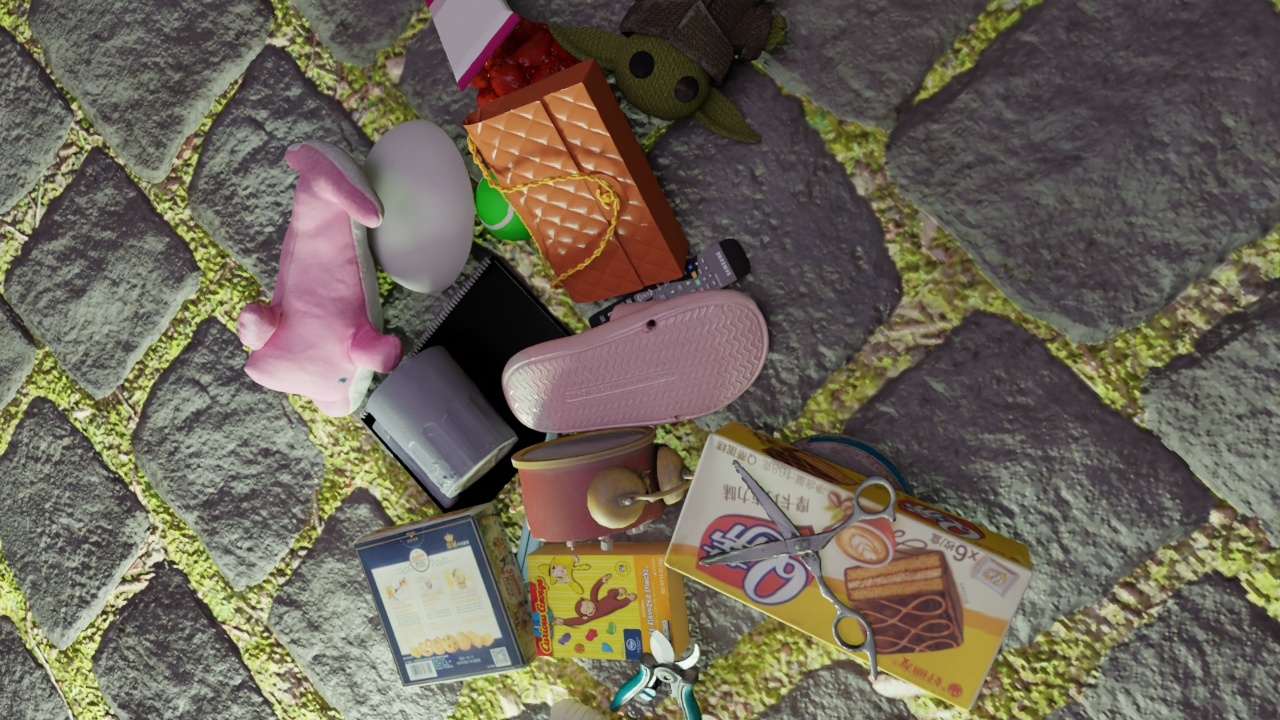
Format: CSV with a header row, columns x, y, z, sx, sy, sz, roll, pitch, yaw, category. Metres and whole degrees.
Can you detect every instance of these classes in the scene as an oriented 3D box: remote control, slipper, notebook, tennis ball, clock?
x,y,z,sx,sy,sz,roll,pitch,yaw,category
0.021,-0.052,0.752,0.147,0.015,0.033,-28,85,21,remote control
-0.004,0.004,0.737,0.222,0.055,0.107,-15,118,11,slipper
-0.147,0.031,0.824,0.149,0.016,0.207,46,108,10,notebook
-0.105,-0.132,0.765,0.065,0.065,0.065,2,96,20,tennis ball
-0.026,0.104,0.726,0.159,0.116,0.081,-6,96,41,clock

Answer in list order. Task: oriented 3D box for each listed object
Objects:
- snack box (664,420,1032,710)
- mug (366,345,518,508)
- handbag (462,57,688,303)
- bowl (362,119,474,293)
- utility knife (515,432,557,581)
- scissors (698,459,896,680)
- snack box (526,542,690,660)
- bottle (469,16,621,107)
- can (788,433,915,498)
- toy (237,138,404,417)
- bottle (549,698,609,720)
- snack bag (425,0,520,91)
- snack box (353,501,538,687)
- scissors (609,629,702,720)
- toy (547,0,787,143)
x,y,z,sx,sy,sz,roll,pitch,yaw,category
0.142,0.139,0.651,0.230,0.061,0.110,23,103,17,snack box
-0.177,0.064,0.794,0.104,0.083,0.124,47,132,6,mug
-0.049,-0.124,0.702,0.109,0.060,0.172,-14,127,24,handbag
-0.204,-0.130,0.787,0.150,0.043,0.149,11,106,41,bowl
-0.088,0.119,0.806,0.022,0.015,0.165,18,103,22,utility knife
0.119,0.135,0.618,0.142,0.014,0.175,-36,85,17,scissors
-0.028,0.203,0.781,0.126,0.040,0.088,-5,93,21,snack box
-0.080,-0.212,0.737,0.111,0.098,0.099,37,107,-7,bottle
0.145,0.124,0.706,0.130,0.044,0.130,2,96,20,can
-0.285,-0.053,0.784,0.187,0.127,0.266,37,129,35,toy
-0.017,0.334,0.787,0.136,0.044,0.044,16,100,19,bottle
-0.138,-0.282,0.734,0.070,0.016,0.196,-46,41,18,snack bag
-0.173,0.212,0.827,0.145,0.042,0.145,-17,92,26,snack box
0.024,0.272,0.750,0.124,0.019,0.155,42,133,-11,scissors
0.037,-0.255,0.683,0.179,0.078,0.153,26,102,-10,toy
